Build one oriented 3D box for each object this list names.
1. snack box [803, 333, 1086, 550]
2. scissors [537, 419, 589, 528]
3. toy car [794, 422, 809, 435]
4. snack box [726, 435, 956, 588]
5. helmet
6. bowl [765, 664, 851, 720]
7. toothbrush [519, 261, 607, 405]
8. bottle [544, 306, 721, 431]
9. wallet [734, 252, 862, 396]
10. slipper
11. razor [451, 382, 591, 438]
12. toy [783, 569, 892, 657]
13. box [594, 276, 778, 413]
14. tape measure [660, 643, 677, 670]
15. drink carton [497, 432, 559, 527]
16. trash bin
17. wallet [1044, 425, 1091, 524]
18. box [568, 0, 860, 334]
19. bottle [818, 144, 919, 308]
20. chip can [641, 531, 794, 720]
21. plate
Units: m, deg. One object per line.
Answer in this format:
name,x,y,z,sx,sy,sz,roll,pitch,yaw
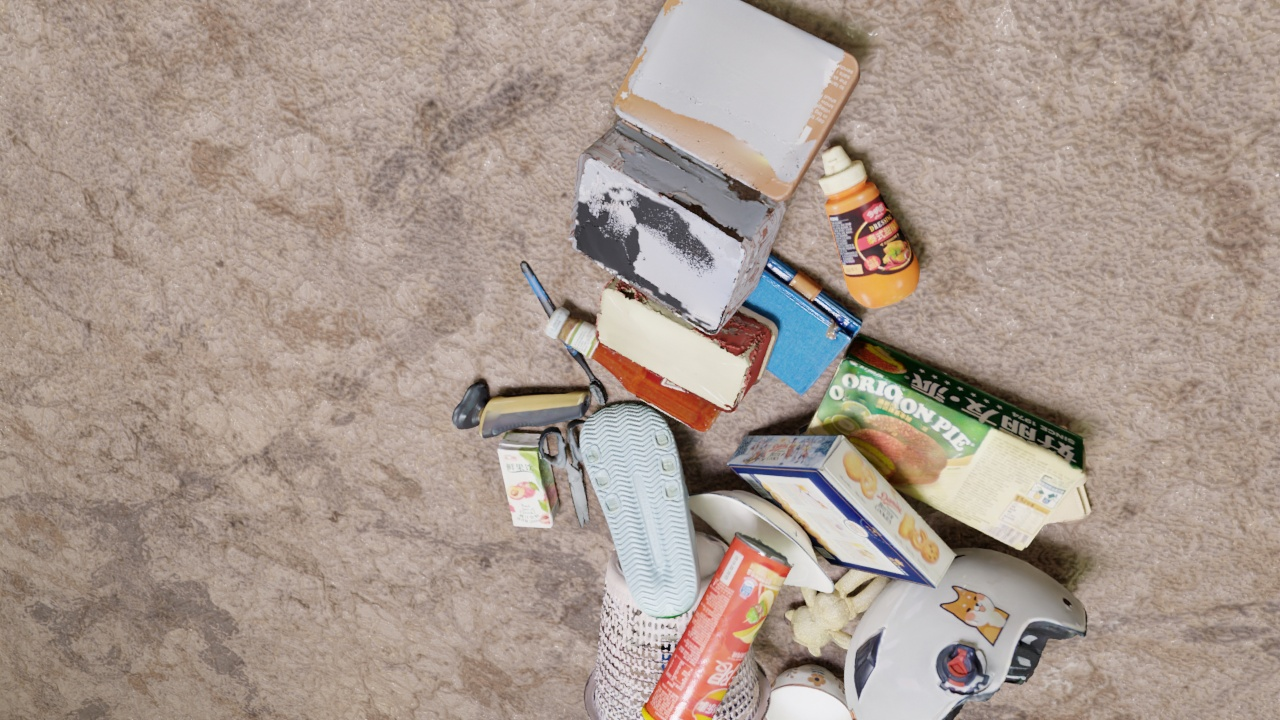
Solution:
snack box,0.292,0.079,0.899,0.240,0.063,0.115,26,126,12
scissors,-0.071,0.138,1.111,0.136,0.014,0.174,-43,128,11
toy car,0.201,0.105,0.984,0.042,0.035,0.090,-33,104,32
snack box,0.201,0.151,0.945,0.178,0.045,0.183,45,160,-14
helmet,0.311,0.293,0.954,0.157,0.273,0.230,52,167,29
bowl,0.219,0.430,1.169,0.113,0.062,0.114,10,123,15
toothbrush,-0.084,-0.027,1.015,0.014,0.016,0.189,-21,111,21
bottle,-0.006,0.006,0.981,0.206,0.059,0.060,29,126,1
wallet,0.138,-0.040,0.910,0.133,0.040,0.107,36,127,5
slipper,0.008,0.161,1.011,0.104,0.074,0.245,-19,70,7
razor,-0.137,0.053,1.068,0.168,0.062,0.067,-6,88,18
toy,0.235,0.285,1.077,0.158,0.066,0.105,-50,64,32
box,0.039,-0.023,0.905,0.168,0.079,0.091,28,138,16
tape measure,0.054,0.403,1.234,0.055,0.025,0.058,-25,112,33
drink carton,-0.136,0.145,1.125,0.053,0.045,0.123,2,122,13
trash bin,0.040,0.316,1.085,0.228,0.226,0.192,3,110,18
wallet,0.402,0.118,0.926,0.087,0.024,0.115,-16,113,26
box,0.051,-0.171,0.800,0.179,0.125,0.274,32,122,13
bottle,0.199,-0.123,0.825,0.067,0.066,0.149,-18,107,29
chip can,0.080,0.289,0.958,0.073,0.073,0.216,27,90,2
plate,0.137,0.194,1.030,0.164,0.034,0.164,45,158,-13
